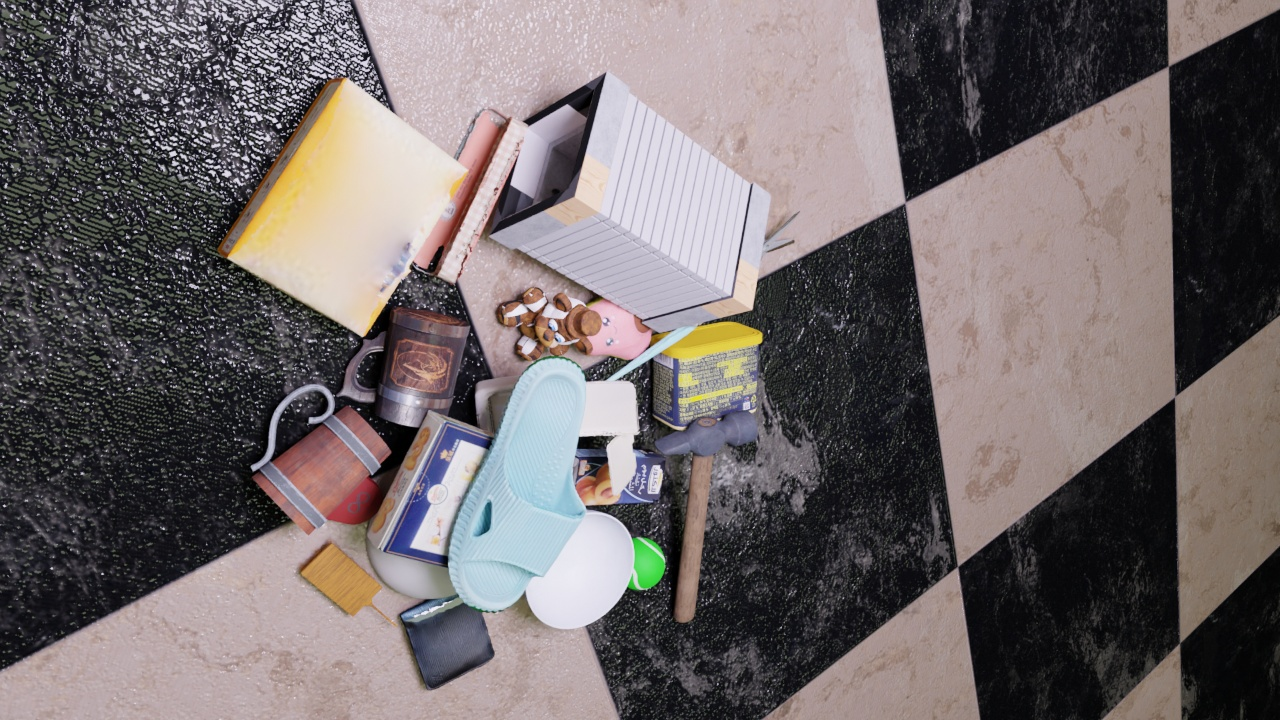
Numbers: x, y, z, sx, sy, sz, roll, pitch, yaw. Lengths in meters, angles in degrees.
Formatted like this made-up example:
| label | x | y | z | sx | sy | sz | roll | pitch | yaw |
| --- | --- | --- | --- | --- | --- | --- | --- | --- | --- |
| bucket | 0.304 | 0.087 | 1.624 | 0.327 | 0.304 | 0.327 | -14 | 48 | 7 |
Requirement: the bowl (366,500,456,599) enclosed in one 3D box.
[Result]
| label | x | y | z | sx | sy | sz | roll | pitch | yaw |
| --- | --- | --- | --- | --- | --- | --- | --- | --- | --- |
| bowl | -0.220 | 0.200 | 0.998 | 0.149 | 0.043 | 0.150 | -6 | 108 | -18 |

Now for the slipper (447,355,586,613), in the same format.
| label | x | y | z | sx | sy | sz | roll | pitch | yaw |
| --- | --- | --- | --- | --- | --- | --- | --- | --- | --- |
| slipper | -0.112 | 0.130 | 0.920 | 0.115 | 0.069 | 0.276 | 17 | 93 | -37 |

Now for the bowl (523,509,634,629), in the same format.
| label | x | y | z | sx | sy | sz | roll | pitch | yaw |
| --- | --- | --- | --- | --- | --- | --- | --- | --- | --- |
| bowl | -0.088 | 0.237 | 1.095 | 0.143 | 0.074 | 0.144 | -9 | 108 | -31 |

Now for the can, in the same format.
| label | x | y | z | sx | sy | sz | roll | pitch | yaw |
| --- | --- | --- | --- | --- | --- | --- | --- | --- | --- |
| can | 0.081 | 0.018 | 1.147 | 0.135 | 0.075 | 0.104 | -12 | 112 | -30 |

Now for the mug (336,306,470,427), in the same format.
| label | x | y | z | sx | sy | sz | roll | pitch | yaw |
| --- | --- | --- | --- | --- | --- | --- | --- | --- | --- |
| mug | -0.242 | 0.003 | 0.937 | 0.116 | 0.080 | 0.107 | 13 | 98 | -7 |

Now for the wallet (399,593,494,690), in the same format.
| label | x | y | z | sx | sy | sz | roll | pitch | yaw |
| --- | --- | --- | --- | --- | --- | --- | --- | --- | --- |
| wallet | -0.221 | 0.320 | 1.060 | 0.089 | 0.026 | 0.115 | -24 | 115 | -24 |

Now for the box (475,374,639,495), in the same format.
| label | x | y | z | sx | sy | sz | roll | pitch | yaw |
| --- | --- | --- | --- | --- | --- | --- | --- | --- | --- |
| box | -0.090 | 0.089 | 1.019 | 0.180 | 0.080 | 0.143 | -8 | 109 | -6 |

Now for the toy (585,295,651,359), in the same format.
| label | x | y | z | sx | sy | sz | roll | pitch | yaw |
| --- | --- | --- | --- | --- | --- | --- | --- | --- | --- |
| toy | -0.034 | -0.039 | 1.067 | 0.109 | 0.051 | 0.090 | -19 | 116 | -32 |

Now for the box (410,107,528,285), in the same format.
| label | x | y | z | sx | sy | sz | roll | pitch | yaw |
| --- | --- | --- | --- | --- | --- | --- | --- | --- | --- |
| box | -0.176 | -0.170 | 0.940 | 0.067 | 0.057 | 0.187 | 24 | 87 | -3 |

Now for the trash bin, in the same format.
| label | x | y | z | sx | sy | sz | roll | pitch | yaw |
| --- | --- | --- | --- | --- | --- | --- | --- | --- | --- |
| trash bin | -0.004 | -0.154 | 0.973 | 0.246 | 0.143 | 0.142 | 28 | 64 | -35 |

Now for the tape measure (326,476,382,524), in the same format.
| label | x | y | z | sx | sy | sz | roll | pitch | yaw |
| --- | --- | --- | --- | --- | --- | --- | --- | --- | --- |
| tape measure | -0.303 | 0.148 | 0.964 | 0.059 | 0.019 | 0.051 | -45 | 125 | -7 |

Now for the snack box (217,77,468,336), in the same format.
| label | x | y | z | sx | sy | sz | roll | pitch | yaw |
| --- | --- | --- | --- | --- | --- | --- | --- | --- | --- |
| snack box | -0.274 | -0.141 | 0.865 | 0.145 | 0.081 | 0.195 | 35 | 83 | -34 |

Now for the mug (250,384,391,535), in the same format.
| label | x | y | z | sx | sy | sz | roll | pitch | yaw |
| --- | --- | --- | --- | --- | --- | --- | --- | --- | --- |
| mug | -0.324 | 0.092 | 0.908 | 0.111 | 0.082 | 0.117 | -44 | 98 | -20 |

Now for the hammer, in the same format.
| label | x | y | z | sx | sy | sz | roll | pitch | yaw |
| --- | --- | --- | --- | --- | --- | --- | --- | --- | --- |
| hammer | 0.068 | 0.213 | 1.174 | 0.129 | 0.040 | 0.322 | -11 | 123 | -25 |

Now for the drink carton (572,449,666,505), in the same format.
| label | x | y | z | sx | sy | sz | roll | pitch | yaw |
| --- | --- | --- | --- | --- | --- | --- | --- | --- | --- |
| drink carton | -0.033 | 0.142 | 1.126 | 0.129 | 0.040 | 0.064 | 4 | 101 | -34 |

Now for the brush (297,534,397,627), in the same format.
| label | x | y | z | sx | sy | sz | roll | pitch | yaw |
| --- | --- | --- | --- | --- | --- | --- | --- | --- | --- |
| brush | -0.308 | 0.246 | 0.988 | 0.048 | 0.017 | 0.126 | -45 | 122 | -15 |

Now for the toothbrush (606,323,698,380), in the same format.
| label | x | y | z | sx | sy | sz | roll | pitch | yaw |
| --- | --- | --- | --- | --- | --- | --- | --- | --- | --- |
| toothbrush | -0.006 | 0.006 | 1.079 | 0.181 | 0.016 | 0.016 | -36 | 137 | 5 |

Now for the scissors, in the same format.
| label | x | y | z | sx | sy | sz | roll | pitch | yaw |
| --- | --- | --- | --- | --- | --- | --- | --- | --- | --- |
| scissors | 0.127 | -0.120 | 1.155 | 0.198 | 0.015 | 0.179 | 3 | 121 | -55 |

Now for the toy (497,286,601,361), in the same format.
| label | x | y | z | sx | sy | sz | roll | pitch | yaw |
| --- | --- | --- | --- | --- | --- | --- | --- | --- | --- |
| toy | -0.093 | -0.040 | 0.997 | 0.067 | 0.113 | 0.087 | -43 | 122 | -30 |

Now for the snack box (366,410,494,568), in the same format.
| label | x | y | z | sx | sy | sz | roll | pitch | yaw |
| --- | --- | --- | --- | --- | --- | --- | --- | --- | --- |
| snack box | -0.182 | 0.140 | 0.941 | 0.145 | 0.043 | 0.144 | 27 | 89 | -39 |

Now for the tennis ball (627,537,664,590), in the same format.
| label | x | y | z | sx | sy | sz | roll | pitch | yaw |
| --- | --- | --- | --- | --- | --- | --- | --- | --- | --- |
| tennis ball | -0.002 | 0.257 | 1.162 | 0.065 | 0.065 | 0.065 | -9 | 108 | -31 |
